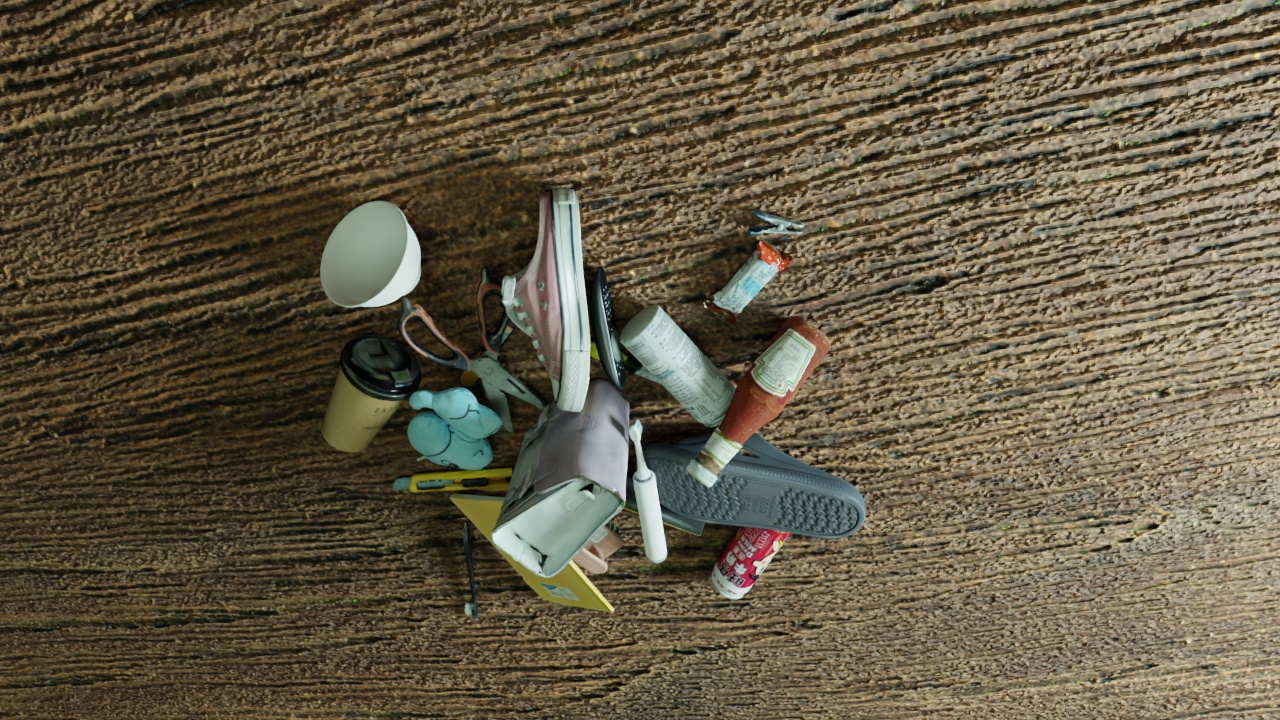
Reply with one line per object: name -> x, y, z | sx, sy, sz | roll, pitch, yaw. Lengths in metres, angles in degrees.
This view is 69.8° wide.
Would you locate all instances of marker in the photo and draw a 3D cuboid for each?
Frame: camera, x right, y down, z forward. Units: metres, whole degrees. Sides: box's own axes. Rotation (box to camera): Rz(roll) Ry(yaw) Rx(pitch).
marker -> -0.168, -0.018, 1.049 | 0.018, 0.015, 0.124 | 33, 114, -18
marker -> -0.006, 0.006, 1.049 | 0.124, 0.015, 0.018 | 23, 110, -12

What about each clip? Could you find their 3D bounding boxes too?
clip -> 0.141, -0.141, 0.947 | 0.058, 0.027, 0.044 | 10, 112, -1

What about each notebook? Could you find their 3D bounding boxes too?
notebook -> -0.136, 0.240, 1.144 | 0.146, 0.010, 0.206 | -7, 127, 47

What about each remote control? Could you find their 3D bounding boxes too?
remote control -> -0.039, -0.033, 1.000 | 0.024, 0.053, 0.136 | -8, 108, 9

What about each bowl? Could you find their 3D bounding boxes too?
bowl -> -0.272, -0.102, 0.972 | 0.118, 0.118, 0.064 | -28, 152, 18

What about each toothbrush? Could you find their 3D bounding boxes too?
toothbrush -> 0.007, 0.154, 1.061 | 0.027, 0.026, 0.221 | 6, 131, 19
toothbrush -> -0.227, 0.277, 1.212 | 0.018, 0.015, 0.181 | 11, 125, 10

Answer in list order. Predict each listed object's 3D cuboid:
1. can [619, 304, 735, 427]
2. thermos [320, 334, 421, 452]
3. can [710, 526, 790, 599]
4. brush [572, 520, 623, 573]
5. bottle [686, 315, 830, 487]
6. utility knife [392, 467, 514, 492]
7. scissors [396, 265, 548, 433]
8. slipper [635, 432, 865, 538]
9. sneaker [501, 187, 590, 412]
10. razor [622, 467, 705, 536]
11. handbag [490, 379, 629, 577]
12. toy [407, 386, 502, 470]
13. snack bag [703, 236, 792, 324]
can -> 0.044, 0.007, 1.019 | 0.058, 0.058, 0.146 | -36, 111, 22
thermos -> -0.314, 0.040, 1.054 | 0.093, 0.092, 0.144 | 29, 124, -12
can -> 0.138, 0.236, 1.144 | 0.053, 0.053, 0.133 | 24, 118, -9
brush -> -0.091, 0.200, 1.128 | 0.063, 0.073, 0.145 | -37, 114, 23
bottle -> 0.124, 0.047, 0.993 | 0.060, 0.060, 0.206 | 37, 91, -15
utility knife -> -0.228, 0.153, 1.148 | 0.177, 0.015, 0.033 | -5, 119, 7
scissors -> -0.179, -0.008, 1.023 | 0.188, 0.015, 0.225 | 2, 118, -24
slipper -> 0.128, 0.137, 1.074 | 0.268, 0.083, 0.111 | 11, 134, 6
sneaker -> -0.100, -0.059, 0.966 | 0.088, 0.118, 0.241 | -4, 109, -4
razor -> 0.009, 0.172, 1.125 | 0.167, 0.062, 0.068 | 26, 148, -16
handbag -> -0.080, 0.119, 1.014 | 0.145, 0.196, 0.098 | -40, 110, 22
toy -> -0.221, 0.084, 1.071 | 0.157, 0.049, 0.161 | -17, 138, 34
snack bag -> 0.114, -0.083, 0.981 | 0.045, 0.026, 0.105 | 30, 119, -22
